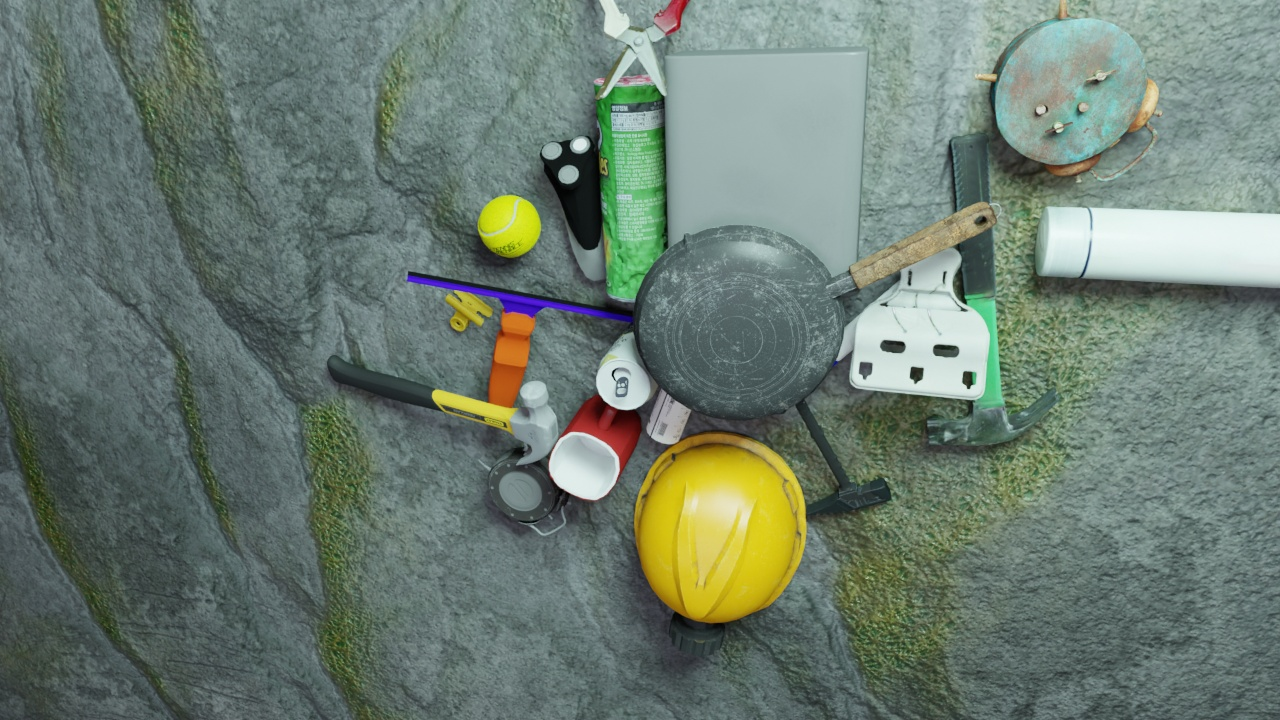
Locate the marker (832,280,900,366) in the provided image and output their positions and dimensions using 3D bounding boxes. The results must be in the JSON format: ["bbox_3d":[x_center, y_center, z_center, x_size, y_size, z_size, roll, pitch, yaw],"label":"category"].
[{"bbox_3d":[0.226,-0.031,0.956,0.023,0.027,0.133,44,115,-6],"label":"marker"}]

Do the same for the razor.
[{"bbox_3d":[-0.059,-0.156,0.968,0.057,0.060,0.156,-10,129,8],"label":"razor"}]

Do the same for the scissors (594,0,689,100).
[{"bbox_3d":[-0.005,-0.326,0.848,0.179,0.015,0.199,34,80,25],"label":"scissors"}]

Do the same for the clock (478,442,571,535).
[{"bbox_3d":[-0.136,0.154,1.125,0.091,0.043,0.123,-32,101,25],"label":"clock"}]

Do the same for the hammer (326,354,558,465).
[{"bbox_3d":[-0.238,0.046,1.080,0.324,0.029,0.127,13,136,24],"label":"hammer"}]

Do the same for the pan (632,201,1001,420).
[{"bbox_3d":[0.158,-0.057,0.844,0.358,0.040,0.208,-25,110,19],"label":"pan"}]

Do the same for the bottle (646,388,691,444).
[{"bbox_3d":[0.043,0.037,1.027,0.041,0.041,0.116,23,117,5],"label":"bottle"}]

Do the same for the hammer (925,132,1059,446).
[{"bbox_3d":[0.338,-0.063,0.909,0.130,0.032,0.319,-5,111,18],"label":"hammer"}]

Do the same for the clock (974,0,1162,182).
[{"bbox_3d":[0.382,-0.224,0.803,0.157,0.073,0.121,43,117,-6],"label":"clock"}]

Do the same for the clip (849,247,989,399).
[{"bbox_3d":[0.274,-0.037,0.897,0.127,0.110,0.150,6,76,15],"label":"clip"}]

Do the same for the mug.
[{"bbox_3d":[-0.044,0.085,1.040,0.080,0.096,0.117,28,117,3],"label":"mug"}]

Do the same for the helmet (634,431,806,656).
[{"bbox_3d":[0.079,0.221,1.048,0.205,0.131,0.256,12,114,11],"label":"helmet"}]

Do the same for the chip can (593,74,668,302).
[{"bbox_3d":[-0.005,-0.172,0.932,0.075,0.075,0.223,4,115,14],"label":"chip can"}]

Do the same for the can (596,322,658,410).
[{"bbox_3d":[-0.006,0.006,0.978,0.064,0.127,0.064,6,114,13],"label":"can"}]

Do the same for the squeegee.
[{"bbox_3d":[-0.150,-0.004,1.054,0.249,0.055,0.185,10,120,-11],"label":"squeegee"}]

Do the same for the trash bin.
[{"bbox_3d":[0.120,-0.181,0.881,0.192,0.097,0.220,3,112,14],"label":"trash bin"}]

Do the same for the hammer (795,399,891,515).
[{"bbox_3d":[0.163,0.051,0.960,0.095,0.015,0.325,-19,124,22],"label":"hammer"}]

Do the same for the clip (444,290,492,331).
[{"bbox_3d":[-0.204,-0.055,1.064,0.054,0.046,0.048,37,92,-4],"label":"clip"}]

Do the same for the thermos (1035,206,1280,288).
[{"bbox_3d":[0.484,-0.103,0.831,0.230,0.067,0.068,4,114,14],"label":"thermos"}]

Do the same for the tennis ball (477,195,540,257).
[{"bbox_3d":[-0.141,-0.144,0.986,0.065,0.065,0.065,6,114,13],"label":"tennis ball"}]
